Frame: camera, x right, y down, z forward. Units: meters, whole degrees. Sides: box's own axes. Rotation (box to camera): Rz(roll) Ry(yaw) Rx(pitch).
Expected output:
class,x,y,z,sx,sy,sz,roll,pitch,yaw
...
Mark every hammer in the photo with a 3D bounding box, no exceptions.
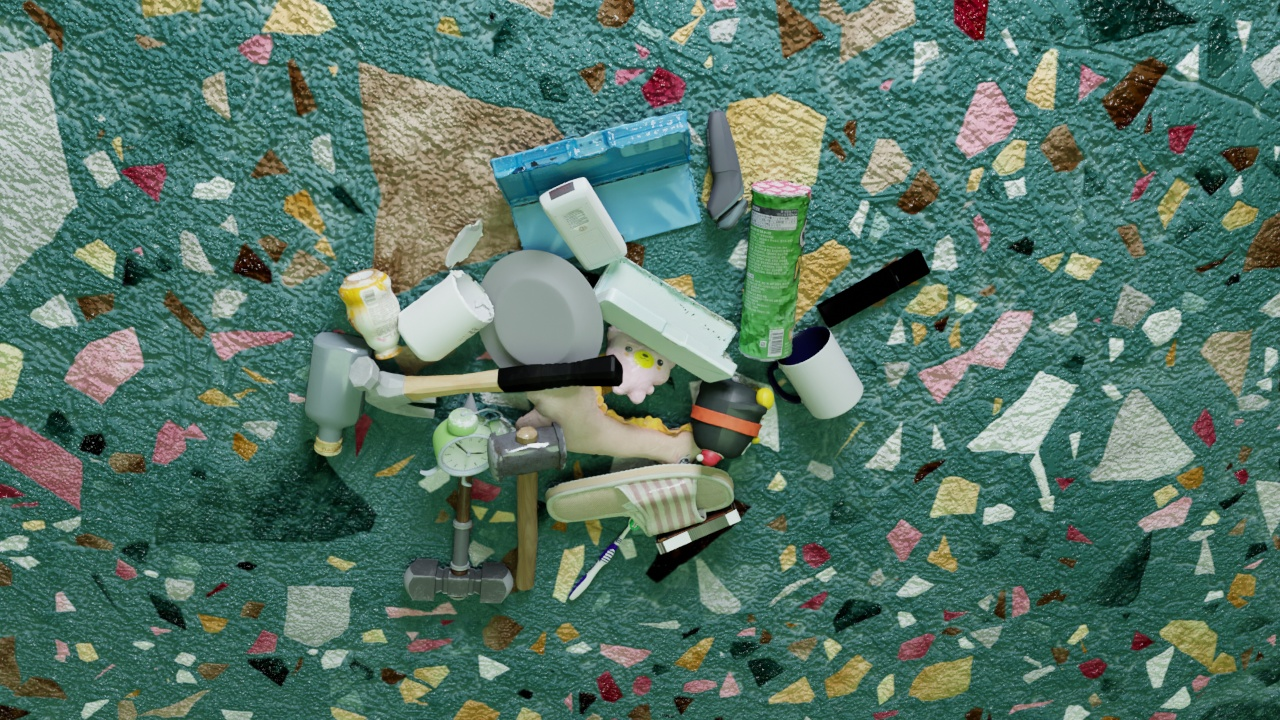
class,x,y,z,sx,sy,sz,roll,pitch,yaw
hammer,-0.184,0.026,1.128,0.329,0.039,0.131,-5,156,14
hammer,-0.153,0.210,1.242,0.098,0.052,0.329,-9,134,-16
hammer,-0.244,0.193,1.271,0.156,0.043,0.323,5,112,-8

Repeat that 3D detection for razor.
class,x,y,z,sx,sy,sz,roll,pitch,yaw
razor,0.099,-0.229,1.110,0.052,0.047,0.143,-12,111,-2

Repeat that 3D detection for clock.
class,x,y,z,sx,sy,sz,roll,pitch,yaw
clock,-0.222,0.104,1.182,0.094,0.042,0.119,24,120,-41

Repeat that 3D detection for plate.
class,x,y,z,sx,sy,sz,roll,pitch,yaw
plate,-0.129,-0.047,1.137,0.179,0.012,0.178,7,109,22

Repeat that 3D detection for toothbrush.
class,x,y,z,sx,sy,sz,roll,pitch,yaw
toothbrush,-0.050,0.288,1.346,0.015,0.016,0.187,32,107,-19

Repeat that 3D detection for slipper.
class,x,y,z,sx,sy,sz,roll,pitch,yaw
slipper,-0.001,0.199,1.268,0.263,0.052,0.115,-6,138,5

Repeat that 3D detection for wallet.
class,x,y,z,sx,sy,sz,roll,pitch,yaw
wallet,0.082,0.239,1.309,0.123,0.072,0.019,-24,91,3

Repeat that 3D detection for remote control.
class,x,y,z,sx,sy,sz,roll,pitch,yaw
remote control,0.307,-0.094,1.209,0.150,0.013,0.034,-29,114,9
remote control,-0.066,-0.159,1.091,0.060,0.025,0.138,-21,143,11

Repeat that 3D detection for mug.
class,x,y,z,sx,sy,sz,roll,pitch,yaw
mug,0.225,0.021,1.226,0.112,0.078,0.097,-19,119,34

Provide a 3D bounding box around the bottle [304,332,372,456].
class,x,y,z,sx,sy,sz,roll,pitch,yaw
bottle,-0.393,0.047,1.181,0.072,0.046,0.161,11,113,-11

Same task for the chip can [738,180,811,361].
class,x,y,z,sx,sy,sz,roll,pitch,yaw
chip can,0.167,-0.109,1.155,0.075,0.075,0.224,-1,116,-6

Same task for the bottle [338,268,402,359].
class,x,y,z,sx,sy,sz,roll,pitch,yaw
bottle,-0.327,-0.056,1.131,0.063,0.063,0.108,-13,114,0

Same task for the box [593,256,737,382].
class,x,y,z,sx,sy,sz,roll,pitch,yaw
box,0.037,-0.058,1.169,0.198,0.086,0.096,32,67,-19

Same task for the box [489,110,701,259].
class,x,y,z,sx,sy,sz,roll,pitch,yaw
box,-0.049,-0.211,1.100,0.232,0.066,0.173,-14,143,0

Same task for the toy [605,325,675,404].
class,x,y,z,sx,sy,sz,roll,pitch,yaw
toy,-0.007,0.007,1.191,0.102,0.093,0.050,26,152,-13

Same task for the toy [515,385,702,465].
class,x,y,z,sx,sy,sz,roll,pitch,yaw
toy,-0.030,0.073,1.223,0.264,0.065,0.196,8,118,-11

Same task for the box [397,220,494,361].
class,x,y,z,sx,sy,sz,roll,pitch,yaw
box,-0.230,-0.083,1.118,0.160,0.084,0.118,-32,87,17

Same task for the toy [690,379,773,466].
class,x,y,z,sx,sy,sz,roll,pitch,yaw
toy,0.114,0.084,1.218,0.099,0.097,0.119,16,89,-3
